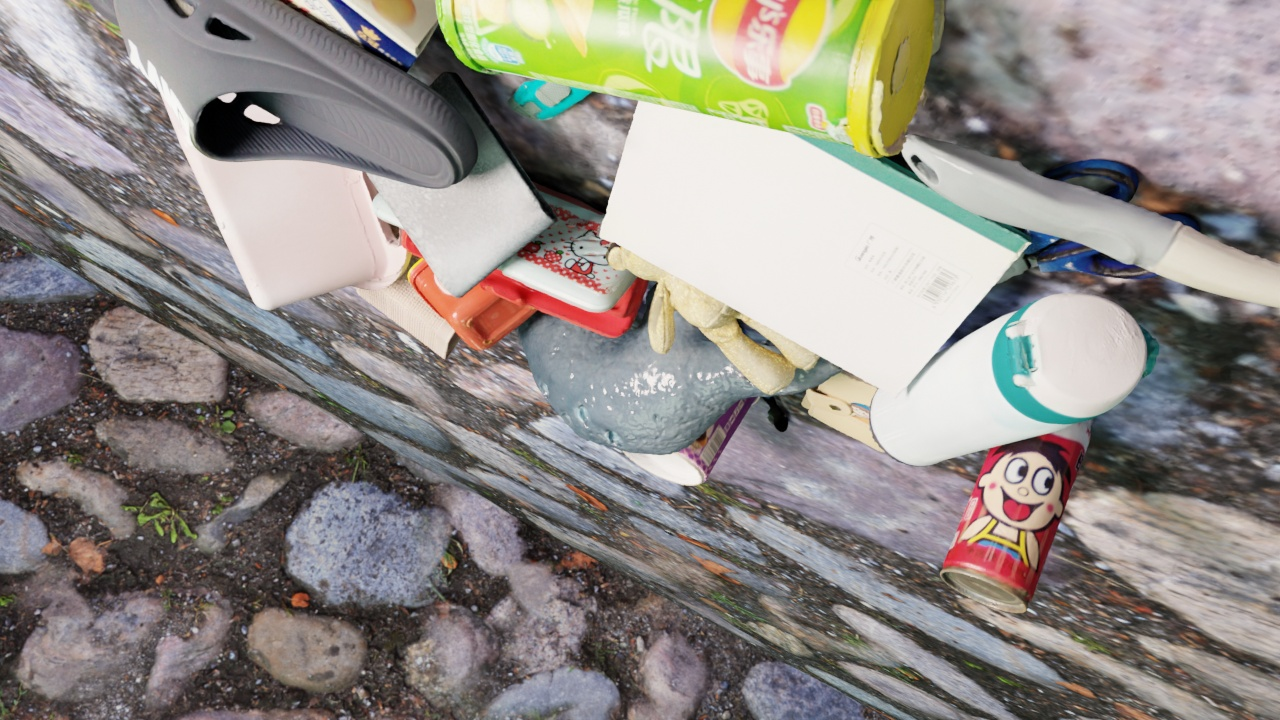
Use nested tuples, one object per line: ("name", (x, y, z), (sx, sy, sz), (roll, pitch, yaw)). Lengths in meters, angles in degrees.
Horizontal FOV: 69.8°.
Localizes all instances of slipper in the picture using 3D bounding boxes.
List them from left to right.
("slipper", (-0.231, -0.162, 0.550), (0.268, 0.083, 0.111), (26, 161, 0))

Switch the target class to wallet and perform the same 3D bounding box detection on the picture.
("wallet", (-0.123, -0.116, 0.613), (0.097, 0.019, 0.121), (-34, 92, 26))
("wallet", (0.168, 0.034, 0.715), (0.087, 0.024, 0.115), (26, 163, 12))

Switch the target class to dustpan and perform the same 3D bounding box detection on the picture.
("dustpan", (-0.305, -0.161, 0.793), (0.273, 0.138, 0.223), (47, 154, 45))

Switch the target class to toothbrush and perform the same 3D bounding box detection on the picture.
("toothbrush", (0.100, 0.015, 0.781), (0.016, 0.014, 0.189), (48, 175, 38))

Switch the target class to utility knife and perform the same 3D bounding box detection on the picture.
("utility knife", (-0.037, -0.161, 0.517), (0.029, 0.013, 0.161), (35, 161, -23))

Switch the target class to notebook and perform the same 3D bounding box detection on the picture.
("notebook", (0.081, -0.069, 0.507), (0.209, 0.012, 0.151), (30, 145, 6))

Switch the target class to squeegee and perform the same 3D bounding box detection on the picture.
("squeegee", (0.221, -0.048, 0.367), (0.247, 0.039, 0.247), (20, 157, 19))

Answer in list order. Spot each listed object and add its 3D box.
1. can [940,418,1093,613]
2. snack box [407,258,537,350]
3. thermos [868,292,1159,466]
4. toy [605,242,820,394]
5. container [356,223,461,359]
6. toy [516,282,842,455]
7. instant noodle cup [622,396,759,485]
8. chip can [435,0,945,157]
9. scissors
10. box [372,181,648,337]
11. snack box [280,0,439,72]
("can", (0.237, 0.086, 0.575), (0.053, 0.132, 0.053), (26, 162, 9))
("snack box", (-0.132, -0.061, 0.766), (0.080, 0.091, 0.082), (49, 176, 33))
("thermos", (0.200, 0.017, 0.522), (0.073, 0.073, 0.224), (28, 167, 2))
("toy", (0.051, -0.042, 0.607), (0.157, 0.105, 0.066), (42, -155, -1))
("container", (-0.206, -0.075, 0.881), (0.111, 0.089, 0.090), (35, 162, -5))
("toy", (-0.004, 0.004, 0.735), (0.357, 0.138, 0.091), (12, 177, 40))
("instant noodle cup", (0.037, 0.050, 0.815), (0.111, 0.099, 0.112), (24, 158, 10))
("chip can", (0.011, -0.145, 0.397), (0.221, 0.072, 0.072), (19, 159, 26))
("scissors", (0.185, -0.057, 0.463), (0.173, 0.012, 0.128), (6, 150, 45))
("box", (-0.095, -0.089, 0.666), (0.201, 0.094, 0.091), (24, -167, 14))
("snack box", (-0.223, -0.229, 0.561), (0.178, 0.045, 0.183), (36, 161, -21))
